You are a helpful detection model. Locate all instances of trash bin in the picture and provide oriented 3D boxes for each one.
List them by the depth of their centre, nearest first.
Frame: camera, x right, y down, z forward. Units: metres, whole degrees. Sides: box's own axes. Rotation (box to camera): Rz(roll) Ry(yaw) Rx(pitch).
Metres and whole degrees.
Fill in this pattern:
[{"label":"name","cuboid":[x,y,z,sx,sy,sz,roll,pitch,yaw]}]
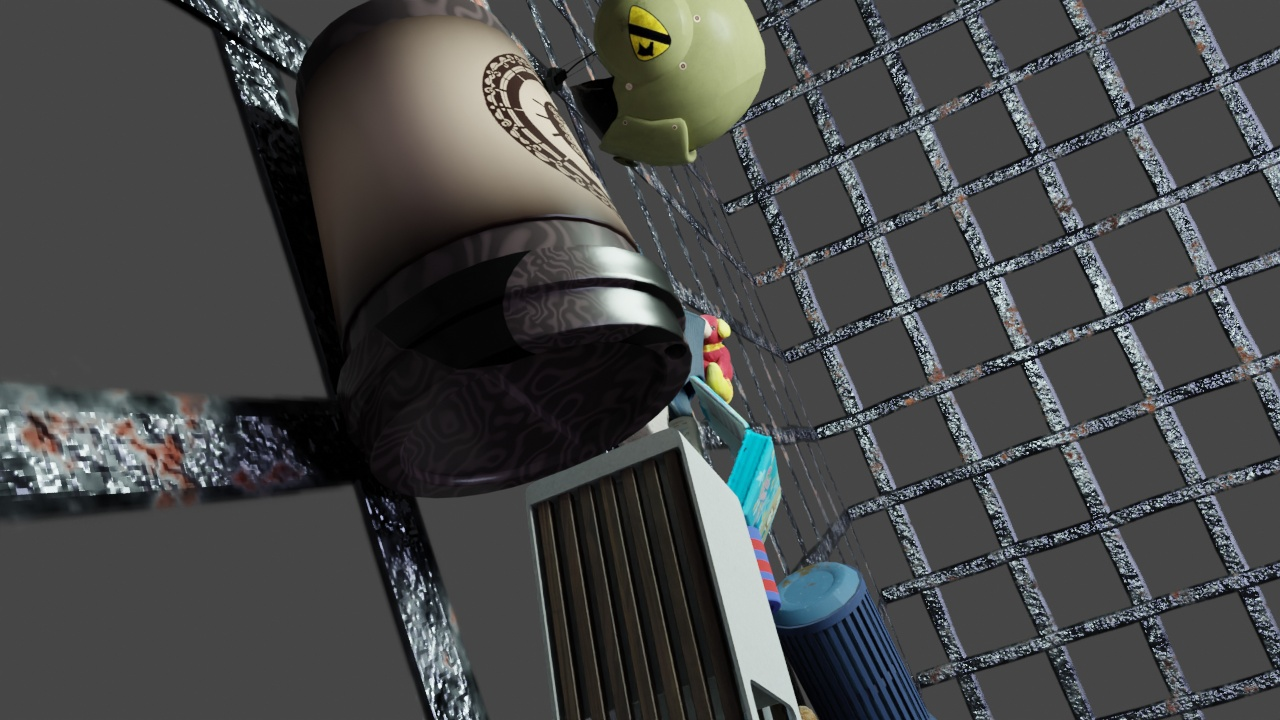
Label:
[{"label":"trash bin","cuboid":[0.017,0.180,0.577,0.114,0.115,0.228,50,22,-51]},{"label":"trash bin","cuboid":[0.259,0.382,1.135,0.249,0.139,0.139,63,14,-10]}]

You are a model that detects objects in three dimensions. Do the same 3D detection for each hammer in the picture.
[{"label":"hammer","cuboid":[0.175,0.455,0.895,0.318,0.049,0.121,-74,141,-72]}]

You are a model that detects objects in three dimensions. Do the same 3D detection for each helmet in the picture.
[{"label":"helmet","cuboid":[0.016,-0.346,1.090,0.233,0.256,0.249,60,16,-14]}]

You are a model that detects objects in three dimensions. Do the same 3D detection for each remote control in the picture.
[{"label":"remote control","cuboid":[0.050,0.112,0.981,0.018,0.038,0.125,54,18,-41]}]

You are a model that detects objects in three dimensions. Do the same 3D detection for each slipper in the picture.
[{"label":"slipper","cuboid":[0.034,-0.047,1.093,0.101,0.082,0.263,32,36,-71]}]

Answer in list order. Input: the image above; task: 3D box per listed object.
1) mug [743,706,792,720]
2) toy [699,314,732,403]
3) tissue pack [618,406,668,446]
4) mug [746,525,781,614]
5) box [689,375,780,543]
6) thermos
[{"label":"mug","cuboid":[0.083,0.286,0.782,0.105,0.071,0.077,97,-19,-59]},{"label":"toy","cuboid":[0.110,-0.001,1.358,0.105,0.067,0.137,-2,77,-80]},{"label":"tissue pack","cuboid":[-0.005,0.005,0.894,0.181,0.071,0.104,-88,153,-53]},{"label":"mug","cuboid":[0.089,0.221,0.907,0.112,0.075,0.076,95,-16,-56]},{"label":"box","cuboid":[0.118,0.122,1.042,0.227,0.083,0.172,65,14,-65]},{"label":"thermos","cuboid":[-0.090,-0.066,0.482,0.226,0.173,0.172,66,12,24]}]
